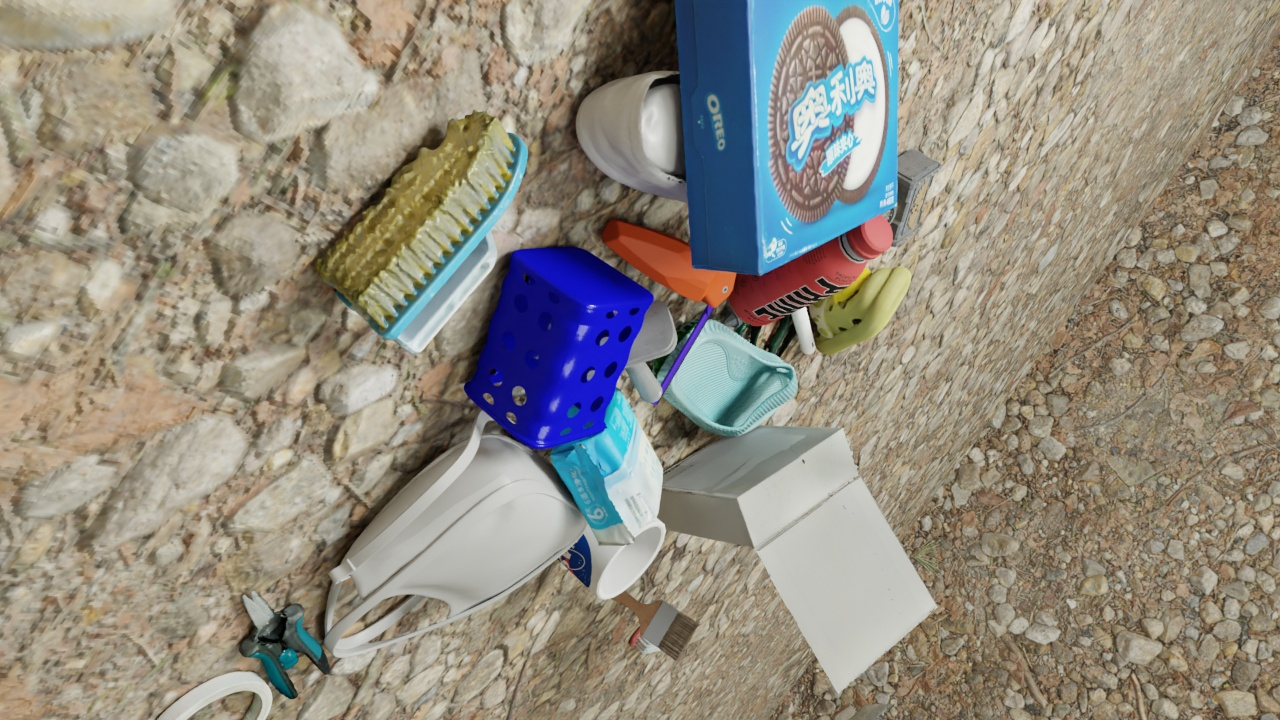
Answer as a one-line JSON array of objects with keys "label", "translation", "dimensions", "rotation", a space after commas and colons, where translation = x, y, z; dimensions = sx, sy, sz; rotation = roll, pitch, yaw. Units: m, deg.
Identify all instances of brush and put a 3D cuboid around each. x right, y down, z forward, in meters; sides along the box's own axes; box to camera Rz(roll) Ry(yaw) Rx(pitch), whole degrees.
[{"label": "brush", "translation": [-0.111, -0.073, 0.521], "dimensions": [0.136, 0.055, 0.075], "rotation": [-51, 148, -5]}, {"label": "brush", "translation": [0.037, 0.405, 1.351], "dimensions": [0.041, 0.030, 0.172], "rotation": [-57, 153, 8]}, {"label": "brush", "translation": [-0.008, 0.264, 0.988], "dimensions": [0.045, 0.143, 0.008], "rotation": [-59, 155, -6]}]

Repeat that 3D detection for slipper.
[{"label": "slipper", "translation": [0.100, 0.032, 0.948], "dimensions": [0.116, 0.069, 0.276], "rotation": [-47, 149, 7]}, {"label": "slipper", "translation": [0.048, -0.149, 0.661], "dimensions": [0.246, 0.075, 0.112], "rotation": [-3, 114, -53]}, {"label": "slipper", "translation": [0.240, -0.068, 1.062], "dimensions": [0.091, 0.081, 0.191], "rotation": [-51, 180, -18]}]

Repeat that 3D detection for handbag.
[{"label": "handbag", "translation": [-0.164, 0.149, 0.712], "dimensions": [0.222, 0.095, 0.216], "rotation": [-39, 152, 1]}]

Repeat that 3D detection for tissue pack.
[{"label": "tissue pack", "translation": [-0.027, 0.084, 0.753], "dimensions": [0.062, 0.093, 0.144], "rotation": [-26, -167, 11]}]

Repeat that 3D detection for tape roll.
[{"label": "tape roll", "translation": [-0.310, 0.263, 0.657], "dimensions": [0.092, 0.013, 0.093], "rotation": [-37, 149, -27]}]

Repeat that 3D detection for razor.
[{"label": "razor", "translation": [-0.004, 0.004, 0.754], "dimensions": [0.088, 0.047, 0.116], "rotation": [-18, 151, 7]}]

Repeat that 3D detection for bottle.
[{"label": "bottle", "translation": [0.149, -0.083, 0.814], "dimensions": [0.062, 0.062, 0.177], "rotation": [-34, -176, -33]}]

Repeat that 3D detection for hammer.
[{"label": "hammer", "translation": [0.200, -0.116, 0.981], "dimensions": [0.321, 0.044, 0.099], "rotation": [-34, 148, -27]}]

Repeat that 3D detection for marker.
[{"label": "marker", "translation": [0.184, -0.039, 1.038], "dimensions": [0.133, 0.017, 0.020], "rotation": [55, 35, -63]}]

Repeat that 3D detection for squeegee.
[{"label": "squeegee", "translation": [0.033, -0.076, 0.746], "dimensions": [0.184, 0.055, 0.250], "rotation": [18, 106, -51]}]

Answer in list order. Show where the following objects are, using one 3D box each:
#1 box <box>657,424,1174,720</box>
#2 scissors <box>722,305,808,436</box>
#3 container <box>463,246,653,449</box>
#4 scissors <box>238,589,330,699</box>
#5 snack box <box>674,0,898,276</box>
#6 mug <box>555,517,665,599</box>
[{"label": "box", "translation": [0.229, 0.216, 0.897], "dimensions": [0.166, 0.506, 0.149], "rotation": [-27, 139, -32]}, {"label": "scissors", "translation": [0.143, 0.003, 1.058], "dimensions": [0.154, 0.015, 0.210], "rotation": [-38, 149, -30]}, {"label": "container", "translation": [-0.058, -0.012, 0.647], "dimensions": [0.084, 0.085, 0.114], "rotation": [-13, 132, -53]}, {"label": "scissors", "translation": [-0.263, 0.210, 0.663], "dimensions": [0.128, 0.019, 0.139], "rotation": [8, 114, -59]}, {"label": "snack box", "translation": [0.113, -0.183, 0.642], "dimensions": [0.238, 0.056, 0.196], "rotation": [-29, 121, -48]}, {"label": "mug", "translation": [-0.037, 0.153, 0.868], "dimensions": [0.090, 0.090, 0.121], "rotation": [-31, 146, -37]}]
